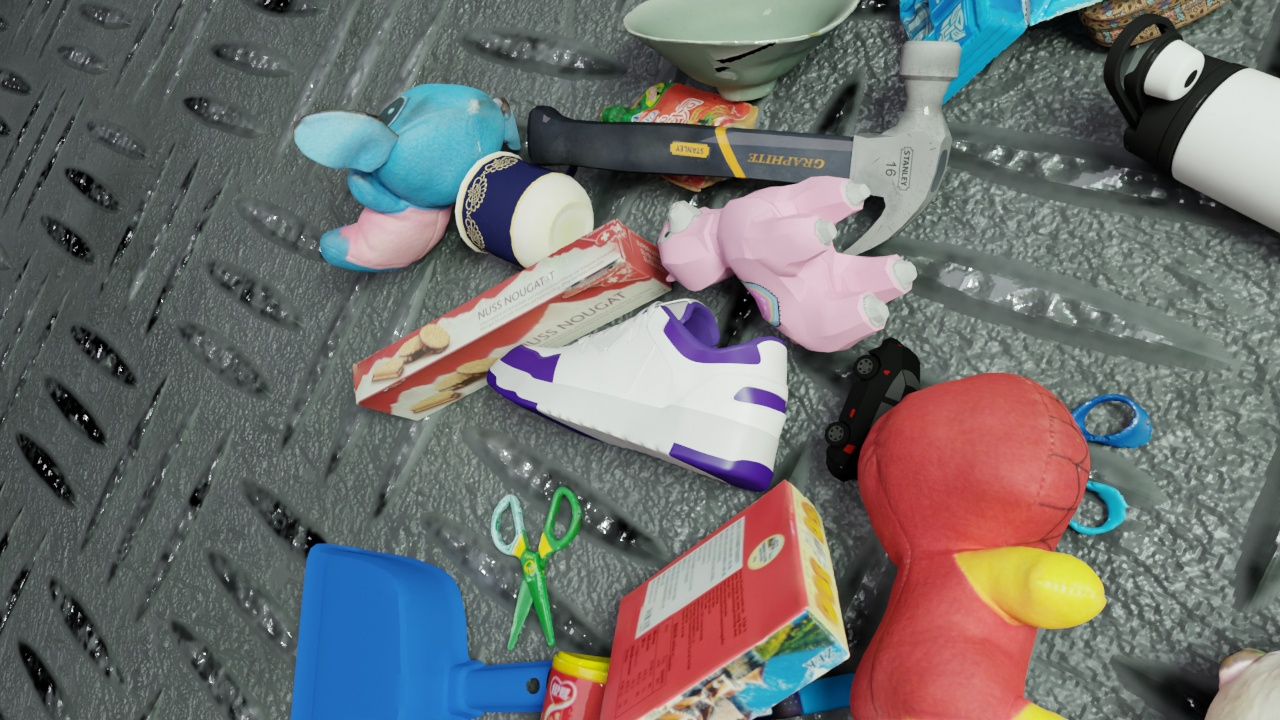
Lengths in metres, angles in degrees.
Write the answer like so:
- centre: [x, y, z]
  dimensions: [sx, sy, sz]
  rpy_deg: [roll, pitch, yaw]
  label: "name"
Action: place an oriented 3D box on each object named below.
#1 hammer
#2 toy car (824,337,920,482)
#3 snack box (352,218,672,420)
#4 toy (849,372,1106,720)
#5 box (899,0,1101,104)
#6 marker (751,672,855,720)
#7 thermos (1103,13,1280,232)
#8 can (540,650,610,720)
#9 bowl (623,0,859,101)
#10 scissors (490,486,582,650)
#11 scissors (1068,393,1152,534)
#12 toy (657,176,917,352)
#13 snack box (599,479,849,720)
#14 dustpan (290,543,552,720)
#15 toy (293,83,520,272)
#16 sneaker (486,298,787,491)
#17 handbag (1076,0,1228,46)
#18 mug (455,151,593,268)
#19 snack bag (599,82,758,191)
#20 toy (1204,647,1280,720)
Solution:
- centre: [0.052, -0.152, 0.637]
  dimensions: [0.313, 0.035, 0.139]
  rpy_deg: [12, 111, 28]
  label: "hammer"
- centre: [0.144, 0.033, 0.557]
  dimensions: [0.036, 0.042, 0.091]
  rpy_deg: [22, 86, 39]
  label: "toy car"
- centre: [-0.108, -0.023, 0.727]
  dimensions: [0.274, 0.076, 0.044]
  rpy_deg: [-25, 64, 24]
  label: "snack box"
- centre: [0.162, 0.101, 0.461]
  dimensions: [0.148, 0.098, 0.215]
  rpy_deg: [138, 148, -58]
  label: "toy"
- centre: [0.228, -0.307, 0.579]
  dimensions: [0.176, 0.060, 0.243]
  rpy_deg: [-21, 61, 50]
  label: "box"
- centre: [0.082, 0.209, 0.557]
  dimensions: [0.123, 0.015, 0.018]
  rpy_deg: [-24, 58, 29]
  label: "marker"
- centre: [0.337, -0.089, 0.435]
  dimensions: [0.068, 0.101, 0.230]
  rpy_deg: [-53, 52, 11]
  label: "thermos"
- centre: [-0.035, 0.254, 0.586]
  dimensions: [0.067, 0.066, 0.124]
  rpy_deg: [4, 76, 35]
  label: "can"
- centre: [0.076, -0.229, 0.674]
  dimensions: [0.174, 0.068, 0.174]
  rpy_deg: [-6, 35, 4]
  label: "bowl"
- centre: [-0.088, 0.155, 0.691]
  dimensions: [0.108, 0.012, 0.131]
  rpy_deg: [10, 79, 37]
  label: "scissors"
- centre: [0.220, 0.038, 0.526]
  dimensions: [0.135, 0.016, 0.083]
  rpy_deg: [27, 94, 42]
  label: "scissors"
- centre: [0.085, -0.061, 0.590]
  dimensions: [0.158, 0.123, 0.067]
  rpy_deg: [-9, 33, 52]
  label: "toy"
- centre: [0.045, 0.152, 0.532]
  dimensions: [0.145, 0.142, 0.040]
  rpy_deg: [-39, 101, 16]
  label: "snack box"
- centre: [-0.167, 0.246, 0.684]
  dimensions: [0.258, 0.059, 0.245]
  rpy_deg: [-19, 64, 39]
  label: "dustpan"
- centre: [-0.197, -0.150, 0.770]
  dimensions: [0.099, 0.223, 0.192]
  rpy_deg: [47, 123, 9]
  label: "toy"
- centre: [-0.003, 0.004, 0.642]
  dimensions: [0.244, 0.091, 0.111]
  rpy_deg: [15, 79, 34]
  label: "sneaker"
- centre: [0.301, -0.284, 0.565]
  dimensions: [0.094, 0.043, 0.195]
  rpy_deg: [-22, 62, 32]
  label: "handbag"
- centre: [-0.080, -0.126, 0.742]
  dimensions: [0.089, 0.085, 0.111]
  rpy_deg: [25, 76, 35]
  label: "mug"
- centre: [0.020, -0.181, 0.724]
  dimensions: [0.155, 0.044, 0.087]
  rpy_deg: [29, 78, 44]
  label: "snack bag"
- centre: [0.307, 0.202, 0.362]
  dimensions: [0.139, 0.101, 0.179]
  rpy_deg: [-14, 83, 43]
  label: "toy"
